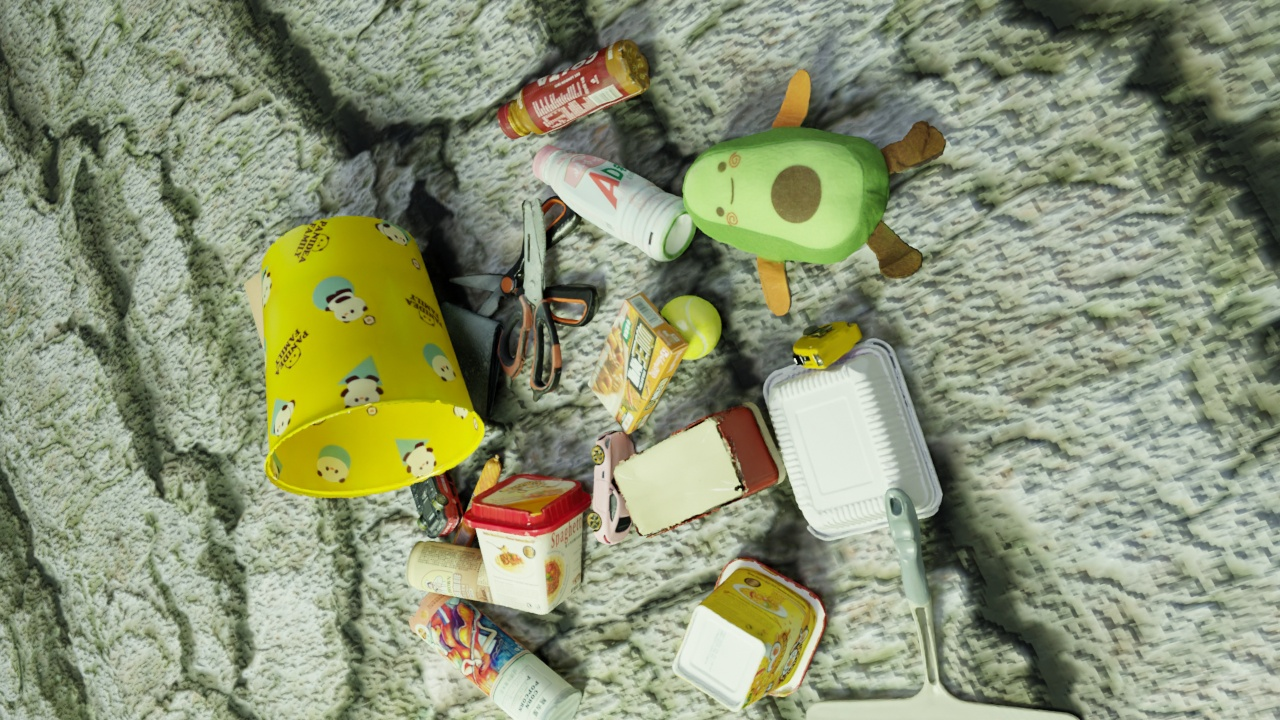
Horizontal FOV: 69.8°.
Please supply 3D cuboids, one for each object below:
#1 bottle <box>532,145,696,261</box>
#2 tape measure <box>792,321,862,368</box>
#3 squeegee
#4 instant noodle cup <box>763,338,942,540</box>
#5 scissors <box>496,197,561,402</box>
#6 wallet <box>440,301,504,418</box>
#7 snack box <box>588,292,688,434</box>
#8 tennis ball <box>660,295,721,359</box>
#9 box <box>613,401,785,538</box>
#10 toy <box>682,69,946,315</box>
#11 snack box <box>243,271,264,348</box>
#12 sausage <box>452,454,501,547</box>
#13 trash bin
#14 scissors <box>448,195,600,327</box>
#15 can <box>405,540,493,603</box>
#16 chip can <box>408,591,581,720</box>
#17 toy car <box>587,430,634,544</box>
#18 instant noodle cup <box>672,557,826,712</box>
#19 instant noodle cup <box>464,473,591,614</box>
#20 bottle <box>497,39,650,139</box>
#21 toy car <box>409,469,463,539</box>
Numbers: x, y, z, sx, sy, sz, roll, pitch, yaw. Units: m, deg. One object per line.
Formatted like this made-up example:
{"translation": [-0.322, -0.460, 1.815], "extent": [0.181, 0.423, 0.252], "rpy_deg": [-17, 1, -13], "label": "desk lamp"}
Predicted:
{"translation": [-0.034, -0.173, 0.968], "extent": [0.197, 0.068, 0.068], "rpy_deg": [33, 107, 27], "label": "bottle"}
{"translation": [0.171, -0.017, 0.859], "extent": [0.029, 0.060, 0.057], "rpy_deg": [62, 158, -13], "label": "tape measure"}
{"translation": [0.249, 0.220, 0.823], "extent": [0.247, 0.039, 0.247], "rpy_deg": [-8, 105, 26], "label": "squeegee"}
{"translation": [0.188, 0.077, 0.856], "extent": [0.138, 0.060, 0.173], "rpy_deg": [-21, 80, 29], "label": "instant noodle cup"}
{"translation": [-0.130, -0.069, 1.030], "extent": [0.195, 0.015, 0.206], "rpy_deg": [-40, 73, 33], "label": "scissors"}
{"translation": [-0.208, -0.001, 1.095], "extent": [0.097, 0.019, 0.121], "rpy_deg": [20, 108, 34], "label": "wallet"}
{"translation": [-0.006, 0.005, 0.941], "extent": [0.075, 0.026, 0.154], "rpy_deg": [50, 144, 18], "label": "snack box"}
{"translation": [0.049, -0.033, 0.926], "extent": [0.066, 0.065, 0.065], "rpy_deg": [1, 93, 30], "label": "tennis ball"}
{"translation": [0.047, 0.110, 0.898], "extent": [0.169, 0.079, 0.091], "rpy_deg": [-33, 75, 46], "label": "box"}
{"translation": [0.147, -0.154, 0.852], "extent": [0.247, 0.090, 0.227], "rpy_deg": [7, 89, 26], "label": "toy"}
{"translation": [-0.439, -0.072, 1.187], "extent": [0.077, 0.094, 0.092], "rpy_deg": [-25, 79, 28], "label": "snack box"}
{"translation": [-0.200, 0.184, 1.102], "extent": [0.021, 0.021, 0.165], "rpy_deg": [32, 107, 25], "label": "sausage"}
{"translation": [-0.317, -0.008, 1.036], "extent": [0.230, 0.229, 0.255], "rpy_deg": [-32, 62, 27], "label": "trash bin"}
{"translation": [-0.131, -0.098, 1.054], "extent": [0.221, 0.021, 0.225], "rpy_deg": [29, 107, 30], "label": "scissors"}
{"translation": [-0.210, 0.247, 1.073], "extent": [0.116, 0.058, 0.058], "rpy_deg": [7, 96, 13], "label": "can"}
{"translation": [-0.171, 0.348, 1.065], "extent": [0.215, 0.071, 0.071], "rpy_deg": [31, 106, 26], "label": "chip can"}
{"translation": [-0.026, 0.136, 0.982], "extent": [0.037, 0.056, 0.122], "rpy_deg": [4, 94, 33], "label": "toy car"}
{"translation": [0.099, 0.265, 0.876], "extent": [0.116, 0.123, 0.116], "rpy_deg": [26, 104, 27], "label": "instant noodle cup"}
{"translation": [-0.119, 0.202, 1.013], "extent": [0.117, 0.116, 0.124], "rpy_deg": [3, 106, 29], "label": "instant noodle cup"}
{"translation": [-0.076, -0.287, 0.991], "extent": [0.175, 0.057, 0.057], "rpy_deg": [-15, 85, 29], "label": "bottle"}
{"translation": [-0.252, 0.159, 1.115], "extent": [0.053, 0.045, 0.120], "rpy_deg": [-48, 54, 28], "label": "toy car"}
